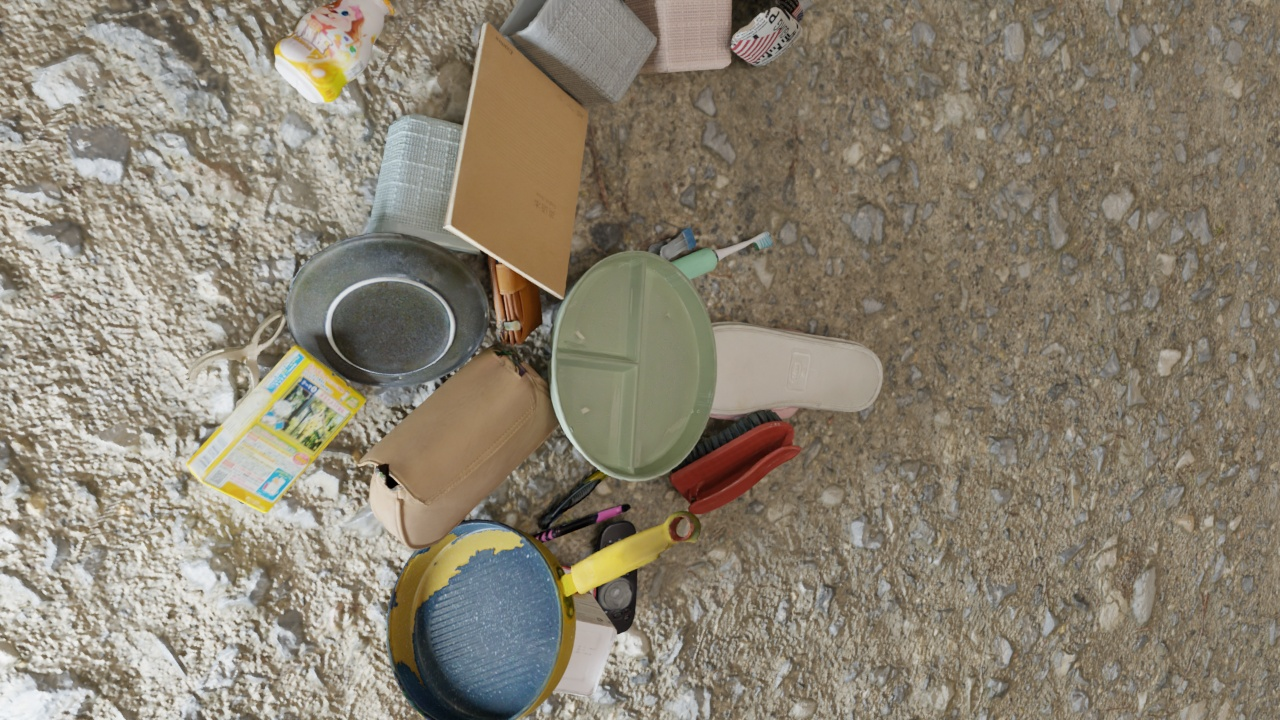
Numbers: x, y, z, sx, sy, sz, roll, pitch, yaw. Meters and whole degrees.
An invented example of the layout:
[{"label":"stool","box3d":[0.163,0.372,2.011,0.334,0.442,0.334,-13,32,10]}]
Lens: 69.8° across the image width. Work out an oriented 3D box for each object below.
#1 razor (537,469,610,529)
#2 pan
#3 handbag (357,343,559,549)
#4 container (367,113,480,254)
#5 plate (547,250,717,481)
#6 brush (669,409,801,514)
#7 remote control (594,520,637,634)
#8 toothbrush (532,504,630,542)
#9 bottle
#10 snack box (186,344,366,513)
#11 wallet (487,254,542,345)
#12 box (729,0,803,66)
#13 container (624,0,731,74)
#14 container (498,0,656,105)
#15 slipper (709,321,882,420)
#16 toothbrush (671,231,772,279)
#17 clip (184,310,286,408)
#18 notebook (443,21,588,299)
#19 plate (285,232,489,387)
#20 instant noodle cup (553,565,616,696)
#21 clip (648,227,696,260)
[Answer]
[{"label":"razor","box3d":[-0.054,0.138,1.002,0.142,0.022,0.043,-35,157,-13]},{"label":"pan","box3d":[-0.093,0.217,0.849,0.358,0.197,0.078,-26,158,16]},{"label":"handbag","box3d":[-0.171,0.075,0.867,0.204,0.100,0.148,-44,160,-21]},{"label":"container","box3d":[-0.191,-0.159,0.837,0.090,0.090,0.111,8,93,-28]},{"label":"plate","box3d":[-0.005,0.005,0.923,0.229,0.028,0.230,0,90,-45]},{"label":"brush","box3d":[0.108,0.113,1.019,0.146,0.069,0.063,-31,134,8]},{"label":"remote control","box3d":[-0.029,0.243,1.033,0.053,0.024,0.136,-4,103,-27]},{"label":"toothbrush","box3d":[-0.093,0.188,0.995,0.188,0.018,0.014,-15,106,-25]},{"label":"bottle","box3d":[-0.261,-0.276,0.791,0.063,0.063,0.108,44,79,-26]},{"label":"snack box","box3d":[-0.324,0.063,0.825,0.140,0.034,0.087,-49,147,-8]},{"label":"wallet","box3d":[-0.123,-0.085,0.875,0.035,0.119,0.131,-5,105,3]},{"label":"box","box3d":[0.121,-0.355,0.933,0.075,0.161,0.085,-30,88,23]},{"label":"container","box3d":[0.037,-0.345,0.913,0.090,0.090,0.111,-12,109,-24]},{"label":"container","box3d":[-0.057,-0.308,0.873,0.114,0.090,0.090,35,84,-31]},{"label":"slipper","box3d":[0.151,0.013,1.057,0.274,0.054,0.114,2,95,-17]},{"label":"toothbrush","box3d":[0.051,-0.100,1.003,0.224,0.026,0.027,-24,89,-21]},{"label":"clip","box3d":[-0.362,-0.002,0.812,0.098,0.035,0.099,10,95,-27]},{"label":"notebook","box3d":[-0.107,-0.180,0.841,0.149,0.012,0.211,31,57,-47]},{"label":"plate","box3d":[-0.225,-0.035,0.828,0.179,0.024,0.180,-8,134,-9]},{"label":"instant noodle cup","box3d":[-0.092,0.282,0.953,0.116,0.124,0.116,20,91,-29]},{"label":"clip","box3d":[0.035,-0.124,0.998,0.056,0.028,0.024,-31,115,-27]}]
